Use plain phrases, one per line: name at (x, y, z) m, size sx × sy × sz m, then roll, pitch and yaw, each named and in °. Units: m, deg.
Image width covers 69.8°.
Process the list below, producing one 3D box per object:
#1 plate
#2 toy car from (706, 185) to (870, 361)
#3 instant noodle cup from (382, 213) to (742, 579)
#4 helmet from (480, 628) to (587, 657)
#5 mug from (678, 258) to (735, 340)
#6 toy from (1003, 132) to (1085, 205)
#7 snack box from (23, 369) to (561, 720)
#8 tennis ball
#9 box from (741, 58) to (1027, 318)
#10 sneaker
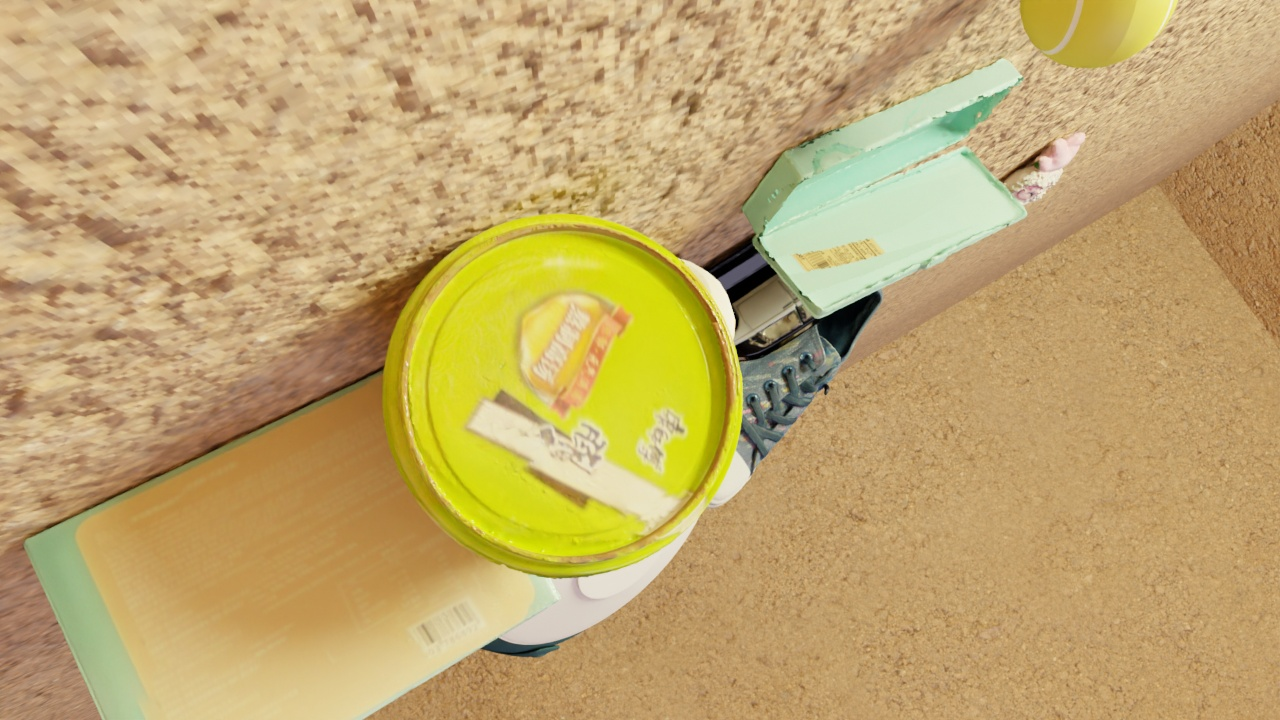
plate at (-0.020, 0.139, 0.709) m, size 0.228 × 0.030 × 0.230 m, roll -26°, pitch 137°, yaw -28°
toy car at (0.097, -0.050, 0.655) m, size 0.192 × 0.071 × 0.094 m, roll -33°, pitch 171°, yaw 6°
instant noodle cup at (-0.038, 0.018, 0.403) m, size 0.146 × 0.146 × 0.098 m, roll -28°, pitch -179°, yaw -17°
helmet at (-0.131, 0.191, 0.887) m, size 0.199 × 0.176 × 0.276 m, roll -29°, pitch -175°, yaw -40°
mug at (0.014, -0.021, 0.533) m, size 0.089 × 0.086 × 0.111 m, roll 97°, pitch 6°, yaw -56°
toy at (0.435, -0.203, 0.996) m, size 0.095 × 0.041 × 0.109 m, roll -23°, pitch 161°, yaw -34°
snack box at (-0.156, 0.101, 0.431) m, size 0.193 × 0.141 × 0.044 m, roll -28°, pitch 170°, yaw -19°
tennis ball at (0.207, -0.167, 0.416) m, size 0.065 × 0.065 × 0.065 m, roll -30°, pitch 170°, yaw -6°
box at (0.163, -0.098, 0.548) m, size 0.187 × 0.093 × 0.077 m, roll -26°, pitch 170°, yaw -25°
sneaker at (0.105, 0.012, 0.700) m, size 0.079 × 0.087 × 0.235 m, roll 8°, pitch -125°, yaw 50°
